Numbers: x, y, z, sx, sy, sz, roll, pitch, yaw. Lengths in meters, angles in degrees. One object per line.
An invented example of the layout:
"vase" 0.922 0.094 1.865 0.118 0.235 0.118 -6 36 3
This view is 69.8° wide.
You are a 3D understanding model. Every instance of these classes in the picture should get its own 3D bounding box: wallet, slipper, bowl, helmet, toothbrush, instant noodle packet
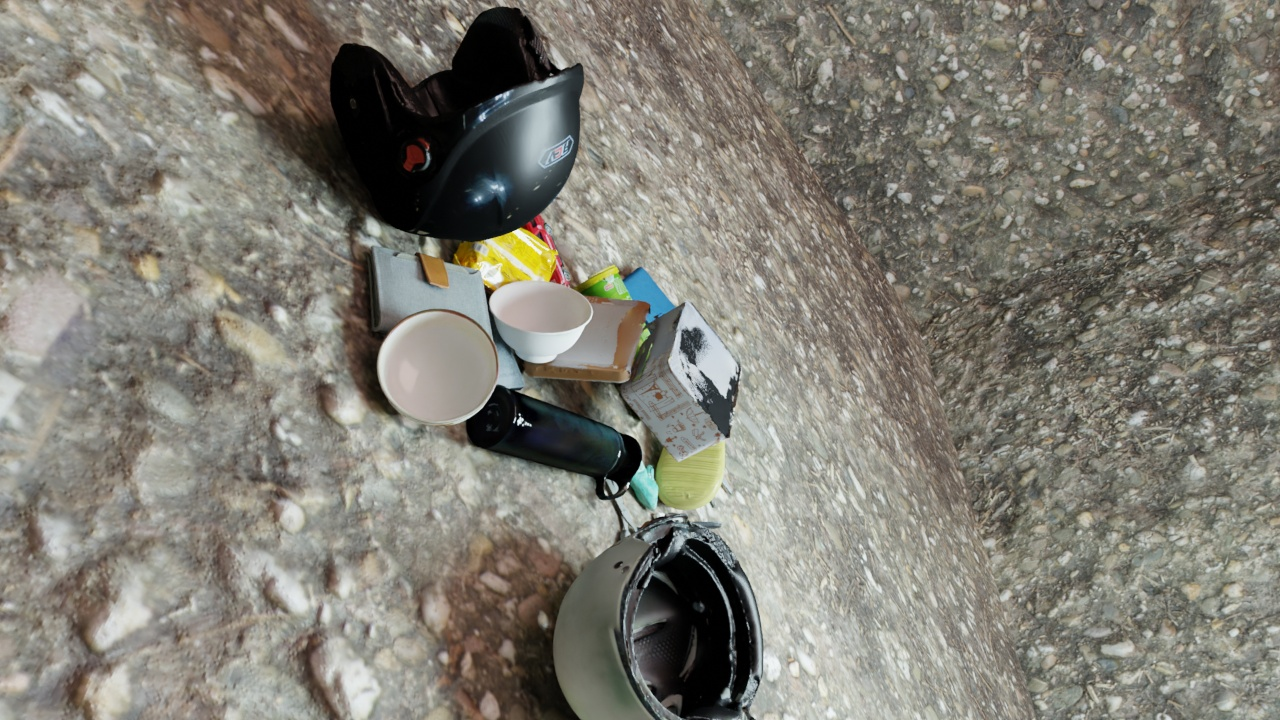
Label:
"wallet" -0.216 -0.066 0.951 0.129 0.037 0.106 13 54 -40
"slipper" 0.078 0.135 1.288 0.082 0.092 0.190 80 19 -50
"wallet" 0.007 -0.087 1.435 0.106 0.040 0.132 51 26 -5
"bowl" -0.195 0.013 0.890 0.062 0.113 0.113 118 -47 -69
"helmet" -0.178 -0.237 0.959 0.232 0.275 0.230 -39 129 -43
"helmet" 0.007 0.283 0.925 0.273 0.157 0.230 -3 73 -67
"bowl" -0.118 -0.037 1.063 0.118 0.118 0.065 -72 173 -57
"toothbrush" 0.068 0.225 1.272 0.181 0.016 0.018 20 39 -55
"wallet" -0.179 -0.009 1.022 0.120 0.019 0.097 -4 71 -65
"instant noodle packet" -0.163 -0.121 1.103 0.128 0.044 0.110 39 58 -38

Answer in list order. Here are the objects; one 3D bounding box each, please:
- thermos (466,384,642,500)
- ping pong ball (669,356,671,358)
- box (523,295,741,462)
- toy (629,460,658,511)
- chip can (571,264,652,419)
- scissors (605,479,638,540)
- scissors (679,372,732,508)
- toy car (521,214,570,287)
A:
"thermos" -0.086 0.099 1.030 0.242 0.069 0.089 26 49 -51
"ping pong ball" 0.050 -0.024 1.451 0.040 0.040 0.040 44 31 -35
"box" 0.001 -0.002 1.149 0.272 0.130 0.178 27 33 -5
"toy" -0.001 0.152 1.196 0.092 0.030 0.096 62 17 -22
"chip can" -0.015 -0.021 1.284 0.221 0.073 0.072 62 25 -1
"scissors" -0.018 0.195 1.141 0.166 0.014 0.162 47 27 -28
"scissors" 0.075 0.109 1.400 0.224 0.022 0.220 36 41 -42
"toy car" -0.134 -0.134 1.193 0.045 0.053 0.120 -4 66 -62
